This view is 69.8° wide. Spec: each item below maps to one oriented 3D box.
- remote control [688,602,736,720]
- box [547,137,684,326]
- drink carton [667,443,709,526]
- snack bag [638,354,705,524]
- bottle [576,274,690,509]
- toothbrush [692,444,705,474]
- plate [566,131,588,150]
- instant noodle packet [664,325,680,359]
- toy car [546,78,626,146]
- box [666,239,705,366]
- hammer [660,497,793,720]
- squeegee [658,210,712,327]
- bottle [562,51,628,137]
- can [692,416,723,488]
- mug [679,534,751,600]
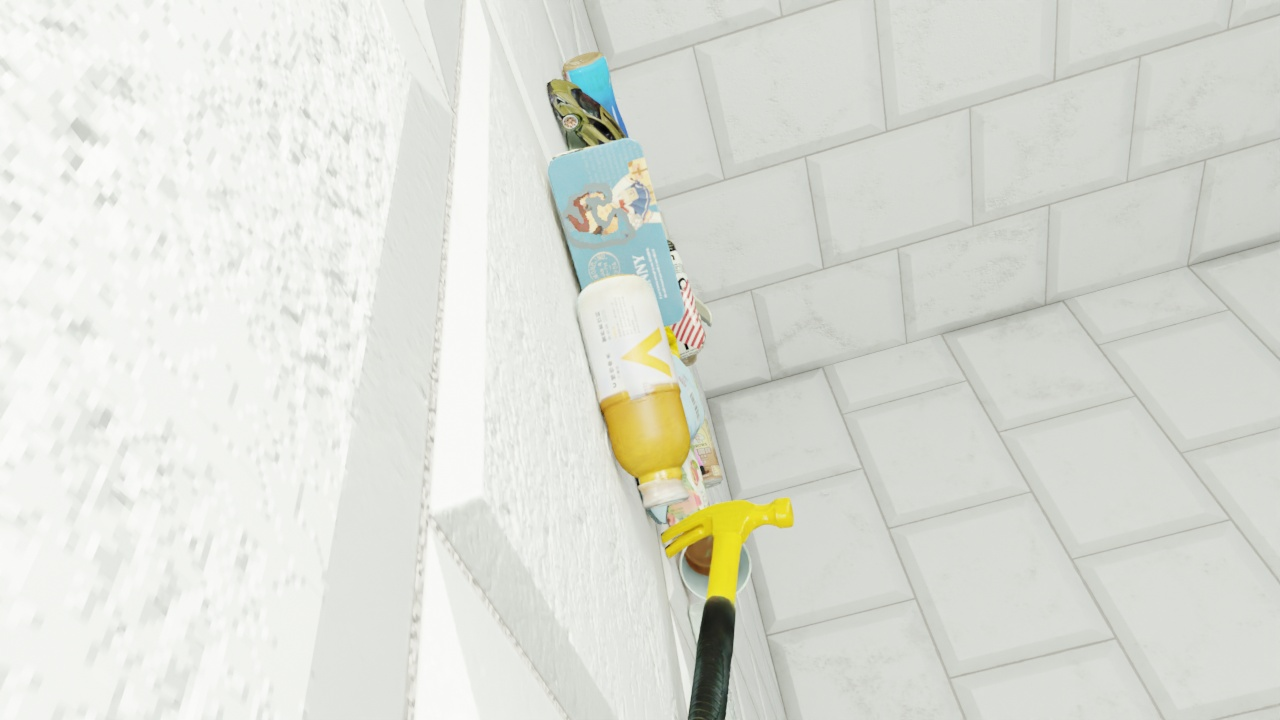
[{"bbox_3d":[0.080,0.332,0.973,0.058,0.021,0.150,49,26,-79],"label":"remote control"},{"bbox_3d":[-0.021,-0.102,0.821,0.062,0.090,0.184,-113,-175,-80],"label":"box"},{"bbox_3d":[0.042,0.130,1.036,0.053,0.046,0.122,-8,80,-72],"label":"drink carton"},{"bbox_3d":[0.025,0.074,0.927,0.190,0.039,0.110,-54,138,-63],"label":"snack bag"},{"bbox_3d":[-0.002,0.025,0.749,0.068,0.068,0.189,53,22,-76],"label":"bottle"},{"bbox_3d":[0.046,0.082,1.218,0.017,0.014,0.189,29,23,-40],"label":"toothbrush"},{"bbox_3d":[-0.047,-0.193,1.175,0.230,0.027,0.230,-15,89,-85],"label":"plate"},{"bbox_3d":[-0.001,-0.047,0.994,0.128,0.044,0.110,30,39,-68],"label":"instant noodle packet"},{"bbox_3d":[-0.052,-0.270,1.076,0.158,0.042,0.070,39,28,-38],"label":"toy car"},{"bbox_3d":[0.044,-0.074,1.198,0.086,0.076,0.162,12,56,-66],"label":"box"},{"bbox_3d":[0.069,0.219,0.812,0.300,0.129,0.033,-71,148,-61],"label":"hammer"},{"bbox_3d":[0.011,-0.197,1.269,0.246,0.039,0.247,43,-18,47],"label":"squeegee"},{"bbox_3d":[-0.053,-0.334,1.342,0.065,0.065,0.219,-97,171,-59],"label":"bottle"},{"bbox_3d":[0.088,0.143,1.443,0.058,0.058,0.116,58,17,-72],"label":"can"},{"bbox_3d":[0.080,0.222,1.050,0.123,0.078,0.078,-159,-127,-89],"label":"mug"}]
